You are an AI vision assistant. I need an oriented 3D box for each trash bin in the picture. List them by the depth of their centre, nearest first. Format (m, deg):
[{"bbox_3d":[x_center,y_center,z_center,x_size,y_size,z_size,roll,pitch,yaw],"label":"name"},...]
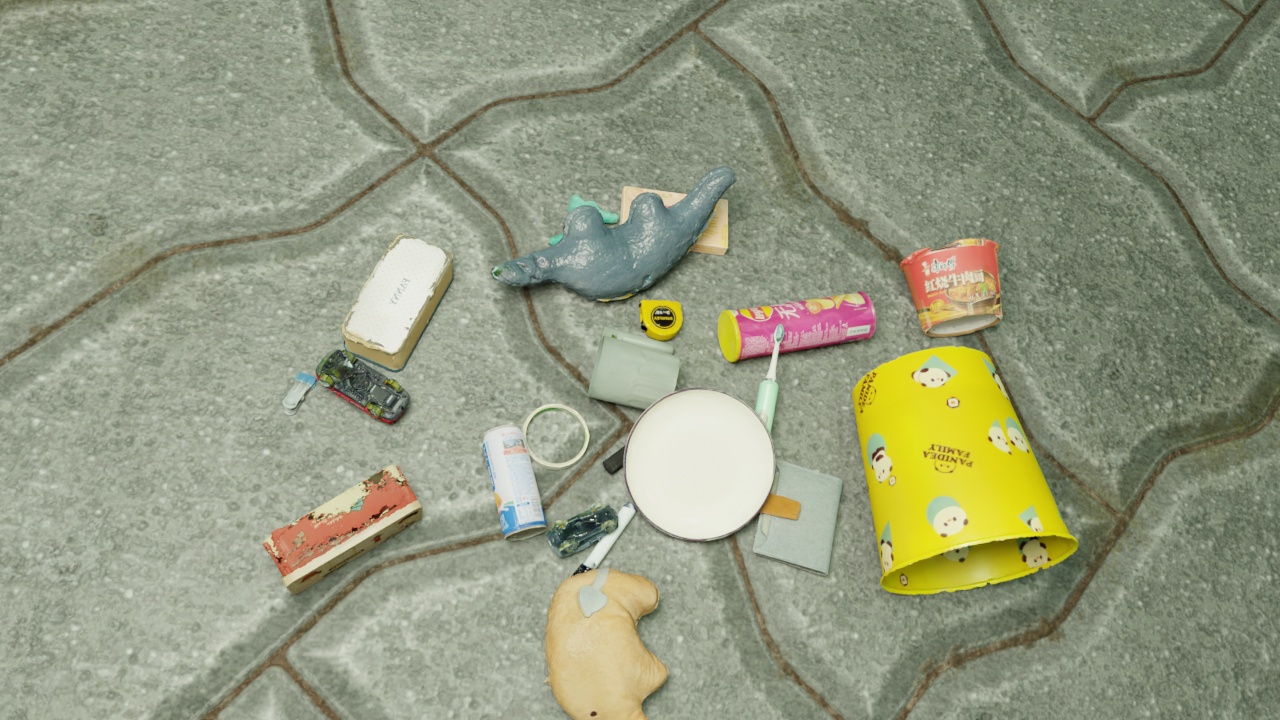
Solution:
[{"bbox_3d":[0.385,0.137,1.147,0.229,0.230,0.254,-1,61,-12],"label":"trash bin"}]

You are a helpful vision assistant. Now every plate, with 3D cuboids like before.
[{"bbox_3d":[0.073,0.129,1.158,0.192,0.039,0.192,0,90,-4],"label":"plate"}]

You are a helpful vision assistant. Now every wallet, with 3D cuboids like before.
[{"bbox_3d":[0.202,0.198,1.179,0.106,0.037,0.129,18,64,-3],"label":"wallet"}]

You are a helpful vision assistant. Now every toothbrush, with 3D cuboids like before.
[{"bbox_3d":[0.164,0.061,1.204,0.026,0.027,0.224,11,81,6],"label":"toothbrush"}]

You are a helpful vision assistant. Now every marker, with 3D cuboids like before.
[{"bbox_3d":[-0.047,0.228,1.129,0.022,0.018,0.130,30,65,13],"label":"marker"},{"bbox_3d":[0.006,0.103,1.192,0.131,0.020,0.022,-36,33,-23],"label":"marker"}]

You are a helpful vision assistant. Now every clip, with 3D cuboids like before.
[{"bbox_3d":[-0.425,0.041,1.140,0.024,0.029,0.056,22,54,-4],"label":"clip"}]

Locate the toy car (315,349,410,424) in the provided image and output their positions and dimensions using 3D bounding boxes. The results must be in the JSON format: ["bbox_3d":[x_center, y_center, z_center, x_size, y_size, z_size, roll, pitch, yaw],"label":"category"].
[{"bbox_3d":[-0.346,0.034,1.141,0.120,0.045,0.052,34,62,-1],"label":"toy car"}]

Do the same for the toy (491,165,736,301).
[{"bbox_3d":[-0.027,-0.151,1.238,0.356,0.138,0.091,-22,44,-13],"label":"toy"}]

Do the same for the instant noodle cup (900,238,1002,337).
[{"bbox_3d":[0.451,-0.099,1.311,0.137,0.138,0.108,-4,76,-12],"label":"instant noodle cup"}]

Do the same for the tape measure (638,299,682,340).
[{"bbox_3d":[0.028,-0.055,1.261,0.060,0.029,0.057,0,66,-11],"label":"tape measure"}]

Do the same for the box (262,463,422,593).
[{"bbox_3d":[-0.341,0.185,1.050,0.168,0.091,0.077,-31,79,-21],"label":"box"}]

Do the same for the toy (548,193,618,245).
[{"bbox_3d":[-0.079,-0.194,1.302,0.096,0.030,0.091,10,67,-13],"label":"toy"}]

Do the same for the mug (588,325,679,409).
[{"bbox_3d":[-0.007,0.007,1.207,0.103,0.084,0.123,15,40,-5],"label":"mug"}]

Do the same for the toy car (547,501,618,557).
[{"bbox_3d":[-0.069,0.208,1.120,0.090,0.034,0.043,-25,42,-18],"label":"toy car"}]

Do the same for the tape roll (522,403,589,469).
[{"bbox_3d":[-0.109,0.097,1.176,0.085,0.014,0.085,4,66,-9],"label":"tape roll"}]

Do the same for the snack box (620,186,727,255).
[{"bbox_3d":[0.049,-0.203,1.332,0.157,0.026,0.084,6,66,-8],"label":"snack box"}]

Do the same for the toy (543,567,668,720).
[{"bbox_3d":[-0.039,0.350,1.043,0.143,0.083,0.225,-6,70,-5],"label":"toy"}]

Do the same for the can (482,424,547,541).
[{"bbox_3d":[-0.155,0.149,1.123,0.053,0.053,0.134,-11,69,-15],"label":"can"}]

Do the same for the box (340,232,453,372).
[{"bbox_3d":[-0.315,-0.072,1.188,0.090,0.060,0.184,25,66,1],"label":"box"}]

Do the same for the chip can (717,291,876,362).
[{"bbox_3d":[0.217,-0.048,1.272,0.210,0.072,0.071,-9,69,-15],"label":"chip can"}]
